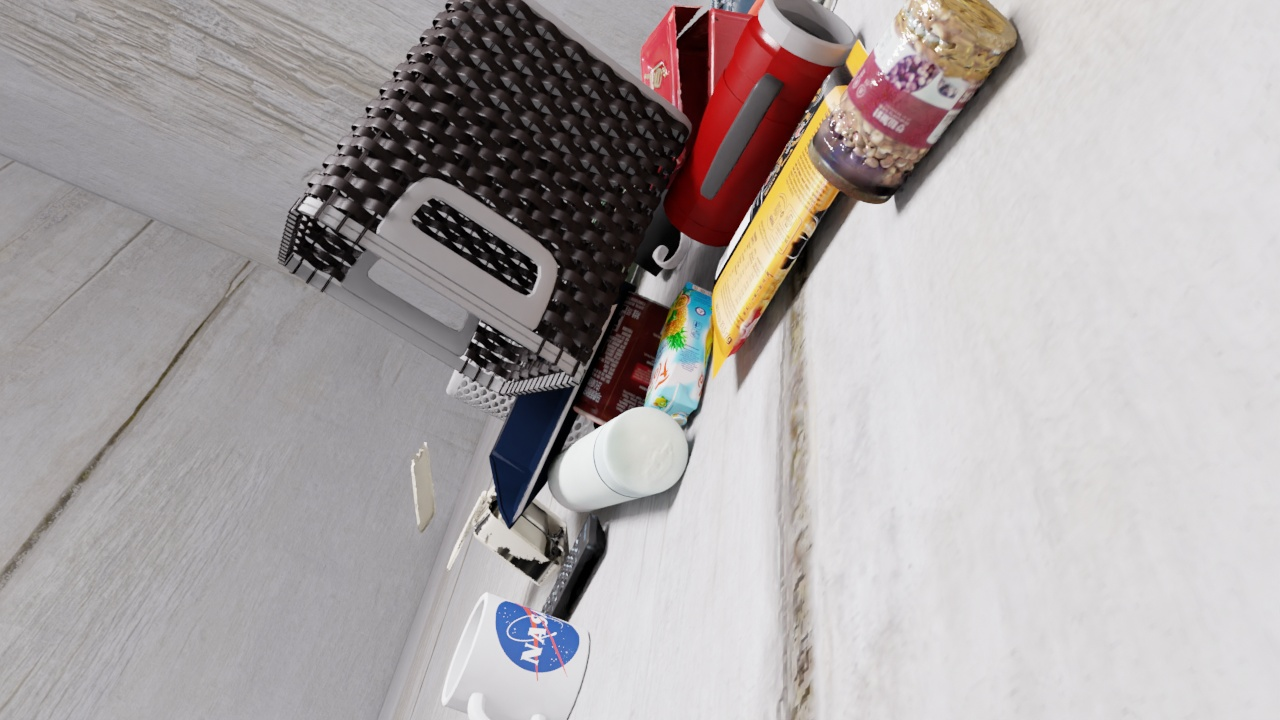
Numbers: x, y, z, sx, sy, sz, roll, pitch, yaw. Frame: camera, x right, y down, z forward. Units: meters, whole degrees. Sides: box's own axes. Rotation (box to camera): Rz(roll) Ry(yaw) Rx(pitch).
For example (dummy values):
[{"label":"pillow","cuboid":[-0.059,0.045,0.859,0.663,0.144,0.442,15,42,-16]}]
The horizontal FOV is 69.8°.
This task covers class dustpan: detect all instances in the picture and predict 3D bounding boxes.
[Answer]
[{"label":"dustpan","cuboid":[-0.092,0.016,0.939,0.273,0.080,0.236,-52,-13,-81]}]

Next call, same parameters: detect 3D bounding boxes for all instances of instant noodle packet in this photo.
[{"label":"instant noodle packet","cuboid":[0.104,-0.109,0.650,0.221,0.032,0.159,-61,10,29]}]

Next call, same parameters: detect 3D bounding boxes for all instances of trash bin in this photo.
[{"label":"trash bin","cuboid":[-0.132,0.012,1.147,0.156,0.183,0.156,-158,91,-80]}]

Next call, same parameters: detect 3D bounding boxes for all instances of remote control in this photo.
[{"label":"remote control","cuboid":[-0.068,0.213,0.847,0.047,0.022,0.150,-90,24,-64]}]

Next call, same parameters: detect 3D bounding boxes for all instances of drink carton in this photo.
[{"label":"drink carton","cuboid":[0.034,-0.004,0.752,0.044,0.038,0.128,126,164,-51]}]

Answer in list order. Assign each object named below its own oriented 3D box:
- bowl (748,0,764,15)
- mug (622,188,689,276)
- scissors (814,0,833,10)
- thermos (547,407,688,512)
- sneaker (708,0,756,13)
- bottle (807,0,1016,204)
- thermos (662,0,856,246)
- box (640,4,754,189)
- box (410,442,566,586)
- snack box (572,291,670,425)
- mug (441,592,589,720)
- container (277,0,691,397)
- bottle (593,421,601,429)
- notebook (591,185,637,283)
[{"label":"bowl","cuboid":[0.122,-0.320,0.979,0.130,0.045,0.130,-158,91,-79]},{"label":"mug","cuboid":[0.024,-0.154,1.059,0.100,0.085,0.119,-53,42,6]},{"label":"scissors","cuboid":[0.152,-0.285,0.848,0.171,0.012,0.157,159,133,-75]},{"label":"thermos","cuboid":[-0.027,0.090,0.780,0.230,0.068,0.067,141,151,-70]},{"label":"sneaker","cuboid":[0.119,-0.416,1.086,0.236,0.087,0.089,-64,11,9]},{"label":"bottle","cuboid":[0.138,-0.139,0.478,0.105,0.056,0.056,-57,14,42]},{"label":"thermos","cuboid":[0.087,-0.185,0.742,0.107,0.084,0.199,-53,-6,-48]},{"label":"box","cuboid":[0.055,-0.254,0.911,0.129,0.087,0.157,180,87,-70]},{"label":"box","cuboid":[-0.182,0.178,0.967,0.105,0.187,0.143,-50,6,4]},{"label":"snack box","cuboid":[-0.005,0.005,0.841,0.121,0.072,0.072,-66,10,0]},{"label":"mug","cuboid":[-0.101,0.253,0.726,0.121,0.090,0.091,-88,24,-63]},{"label":"container","cuboid":[-0.133,-0.138,0.801,0.243,0.247,0.246,-63,19,-15]},{"label":"bottle","cuboid":[-0.029,0.027,0.988,0.143,0.043,0.043,-83,19,-56]},{"label":"notebook","cuboid":[-0.030,-0.165,1.257,0.182,0.010,0.252,63,-136,-64]}]
